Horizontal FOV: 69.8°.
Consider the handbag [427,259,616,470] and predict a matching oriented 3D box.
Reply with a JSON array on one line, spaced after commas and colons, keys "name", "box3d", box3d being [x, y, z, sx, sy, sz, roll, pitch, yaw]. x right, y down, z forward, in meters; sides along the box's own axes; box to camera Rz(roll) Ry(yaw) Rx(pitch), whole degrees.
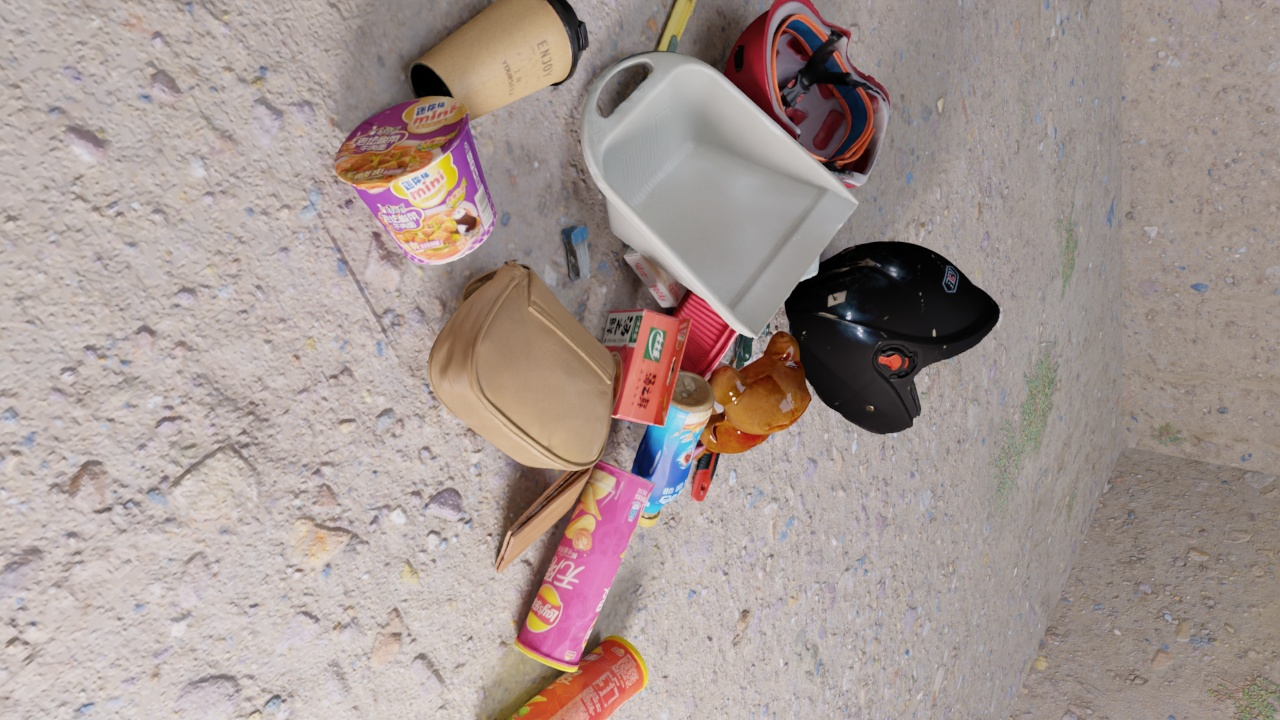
[{"name": "handbag", "box3d": [-0.106, 0.013, 0.855, 0.204, 0.100, 0.147, 48, 54, -45]}]

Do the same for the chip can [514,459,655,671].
[{"name": "chip can", "box3d": [-0.057, 0.212, 0.963, 0.071, 0.071, 0.210, 32, 80, -50]}]

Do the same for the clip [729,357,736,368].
[{"name": "clip", "box3d": [0.092, 0.032, 1.153, 0.092, 0.035, 0.103, -25, 122, -44]}]

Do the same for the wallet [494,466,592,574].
[{"name": "wallet", "box3d": [-0.098, 0.156, 0.914, 0.115, 0.020, 0.101, -41, 167, -35]}]

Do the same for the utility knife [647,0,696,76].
[{"name": "utility knife", "box3d": [0.027, -0.332, 1.001, 0.031, 0.020, 0.196, 31, 79, -48]}]

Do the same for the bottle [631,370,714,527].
[{"name": "bottle", "box3d": [0.026, 0.107, 1.015, 0.065, 0.065, 0.219, -35, 152, -41]}]

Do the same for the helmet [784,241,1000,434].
[{"name": "helmet", "box3d": [0.331, -0.052, 1.246, 0.230, 0.276, 0.232, 50, 42, -14]}]

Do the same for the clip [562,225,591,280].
[{"name": "clip", "box3d": [-0.064, -0.109, 0.937, 0.026, 0.039, 0.058, -32, 121, -45]}]

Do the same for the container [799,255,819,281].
[{"name": "container", "box3d": [0.178, -0.159, 1.170, 0.089, 0.090, 0.111, -24, 120, -46]}]

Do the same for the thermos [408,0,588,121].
[{"name": "thermos", "box3d": [-0.121, -0.256, 0.778, 0.143, 0.093, 0.093, -42, 129, -28]}]

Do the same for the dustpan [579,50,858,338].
[{"name": "dustpan", "box3d": [0.068, -0.193, 0.935, 0.222, 0.258, 0.143, -51, 159, -24]}]

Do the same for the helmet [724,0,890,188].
[{"name": "helmet", "box3d": [0.174, -0.301, 1.090, 0.240, 0.144, 0.206, 44, 55, -28]}]

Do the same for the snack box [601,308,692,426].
[{"name": "snack box", "box3d": [-0.006, 0.006, 0.946, 0.044, 0.127, 0.113, 16, 85, -22]}]

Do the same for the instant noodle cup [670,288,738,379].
[{"name": "instant noodle cup", "box3d": [0.080, -0.059, 1.032, 0.066, 0.194, 0.193, 33, 65, -3]}]

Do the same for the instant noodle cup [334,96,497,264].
[{"name": "instant noodle cup", "box3d": [-0.172, -0.138, 0.733, 0.111, 0.112, 0.099, -54, 145, -28]}]

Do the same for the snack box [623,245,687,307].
[{"name": "snack box", "box3d": [0.045, -0.145, 1.037, 0.085, 0.027, 0.156, 50, 56, -34]}]

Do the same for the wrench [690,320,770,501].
[{"name": "wrench", "box3d": [0.116, 0.054, 1.201, 0.056, 0.016, 0.273, 36, 70, -48]}]

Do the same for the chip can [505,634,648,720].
[{"name": "chip can", "box3d": [-0.084, 0.383, 0.987, 0.216, 0.073, 0.073, -27, 119, -45]}]

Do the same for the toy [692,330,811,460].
[{"name": "toy", "box3d": [0.115, 0.047, 1.060, 0.140, 0.130, 0.200, -28, 162, -17]}]
